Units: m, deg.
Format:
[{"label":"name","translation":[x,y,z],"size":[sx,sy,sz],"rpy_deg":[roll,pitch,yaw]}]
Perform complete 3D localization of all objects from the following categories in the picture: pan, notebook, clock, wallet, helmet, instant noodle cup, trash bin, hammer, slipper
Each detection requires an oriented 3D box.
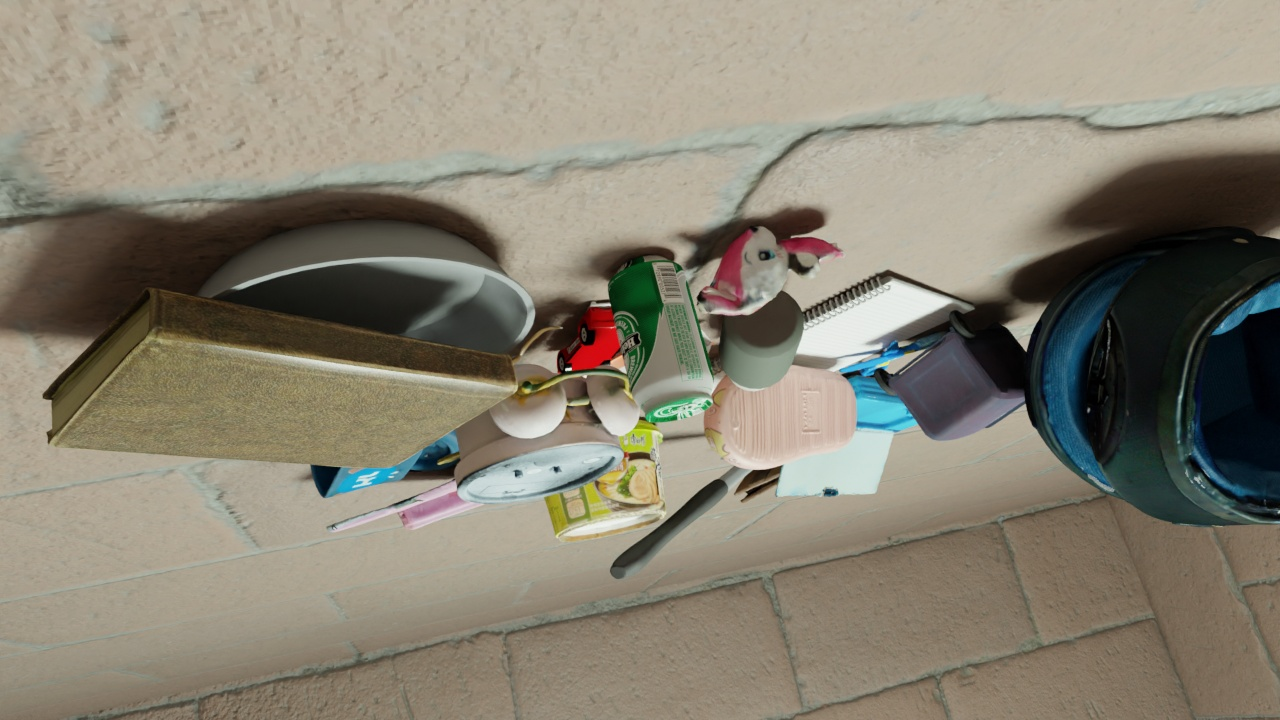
[{"label":"pan","translation":[-0.134,-0.001,0.600],"size":[0.201,0.050,0.356],"rpy_deg":[-20,160,16]},{"label":"notebook","translation":[-0.179,0.011,0.507],"size":[0.191,0.034,0.215],"rpy_deg":[-29,153,35]},{"label":"clock","translation":[-0.065,0.047,0.629],"size":[0.116,0.058,0.158],"rpy_deg":[-1,154,-35]},{"label":"notebook","translation":[0.159,-0.009,0.844],"size":[0.246,0.013,0.177],"rpy_deg":[-28,158,35]},{"label":"wallet","translation":[0.175,0.122,1.130],"size":[0.120,0.027,0.099],"rpy_deg":[-40,-177,-43]},{"label":"helmet","translation":[0.445,0.015,0.764],"size":[0.315,0.249,0.236],"rpy_deg":[-5,-172,-25]},{"label":"instant noodle cup","translation":[-0.039,0.130,0.965],"size":[0.146,0.097,0.146],"rpy_deg":[-12,161,-4]},{"label":"trash bin","translation":[0.310,0.016,0.869],"size":[0.094,0.092,0.160],"rpy_deg":[-43,158,31]},{"label":"hammer","translation":[0.074,0.154,1.030],"size":[0.309,0.029,0.125],"rpy_deg":[-32,180,-41]},{"label":"slipper","translation":[-0.232,0.066,0.697],"size":[0.213,0.059,0.104],"rpy_deg":[10,147,-36]},{"label":"slipper","translation":[0.120,0.047,0.845],"size":[0.196,0.093,0.082],"rpy_deg":[-3,179,-42]}]

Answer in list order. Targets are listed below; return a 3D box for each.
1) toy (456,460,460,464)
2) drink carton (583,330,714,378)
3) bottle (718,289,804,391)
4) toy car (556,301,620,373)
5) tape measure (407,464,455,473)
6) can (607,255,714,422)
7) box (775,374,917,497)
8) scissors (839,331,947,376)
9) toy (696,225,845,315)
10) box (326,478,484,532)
[{"label":"toy","translation":[-0.136,0.065,0.803],"size":[0.094,0.041,0.095],"rpy_deg":[-19,161,5]},{"label":"drink carton","translation":[-0.004,0.004,0.744],"size":[0.069,0.039,0.122],"rpy_deg":[0,163,-37]},{"label":"bottle","translation":[0.091,-0.012,0.712],"size":[0.060,0.060,0.108],"rpy_deg":[-13,161,-3]},{"label":"toy car","translation":[-0.034,-0.014,0.676],"size":[0.038,0.025,0.090],"rpy_deg":[-5,160,-25]},{"label":"tape measure","translation":[-0.198,0.088,0.861],"size":[0.064,0.016,0.065],"rpy_deg":[-7,160,-18]},{"label":"can","translation":[0.013,-0.015,0.586],"size":[0.053,0.101,0.053],"rpy_deg":[-12,161,-4]},{"label":"box","translation":[0.254,0.081,1.082],"size":[0.243,0.071,0.170],"rpy_deg":[9,125,-48]},{"label":"scissors","translation":[0.251,-0.006,0.896],"size":[0.127,0.015,0.125],"rpy_deg":[-25,166,8]},{"label":"toy","translation":[0.078,-0.064,0.591],"size":[0.102,0.050,0.065],"rpy_deg":[-23,-167,-1]},{"label":"box","translation":[-0.157,0.120,0.859],"size":[0.233,0.039,0.178],"rpy_deg":[-23,177,37]}]
